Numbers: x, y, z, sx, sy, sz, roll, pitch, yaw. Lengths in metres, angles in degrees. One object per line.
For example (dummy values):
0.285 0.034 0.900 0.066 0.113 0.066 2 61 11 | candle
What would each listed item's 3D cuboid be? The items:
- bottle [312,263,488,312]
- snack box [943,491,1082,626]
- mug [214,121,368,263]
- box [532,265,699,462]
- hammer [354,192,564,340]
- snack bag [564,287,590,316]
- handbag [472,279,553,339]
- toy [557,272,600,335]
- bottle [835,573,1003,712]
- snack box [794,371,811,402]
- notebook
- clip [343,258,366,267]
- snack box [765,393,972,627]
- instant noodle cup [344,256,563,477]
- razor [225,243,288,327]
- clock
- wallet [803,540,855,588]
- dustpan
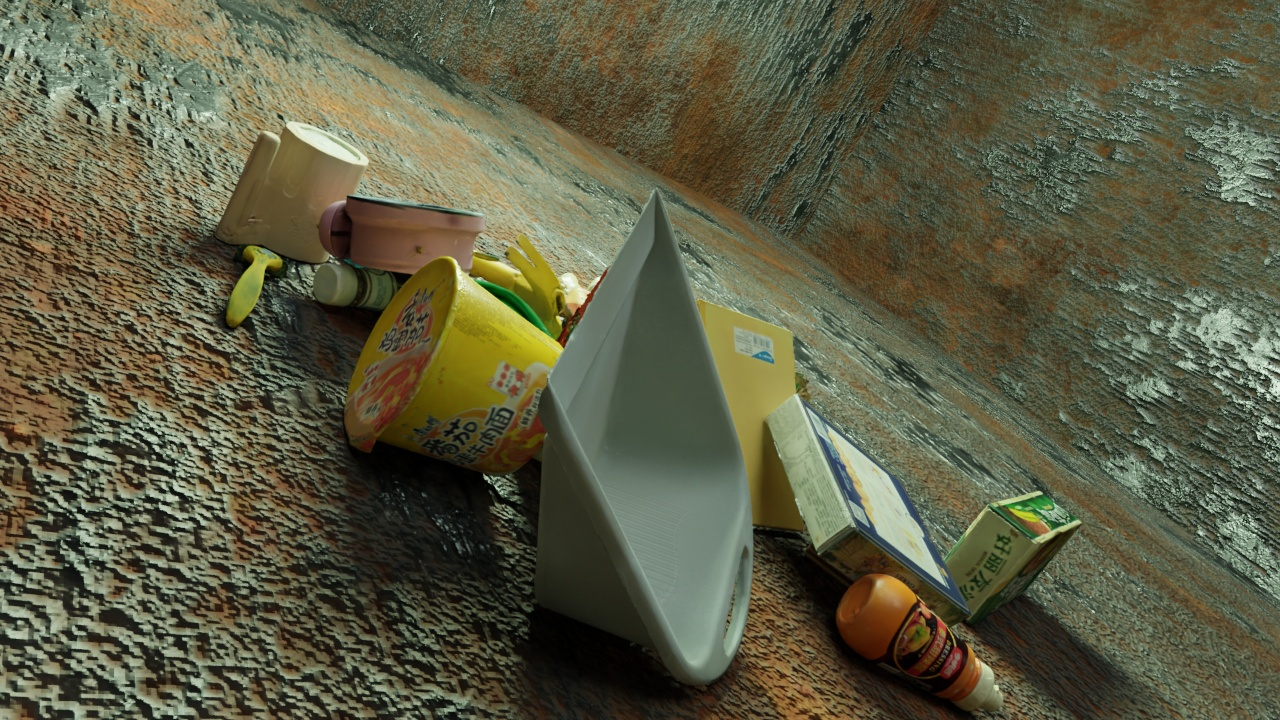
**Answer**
-0.212 -0.062 0.853 0.080 0.044 0.194 31 15 31 | bottle
0.403 0.210 1.008 0.063 0.115 0.239 42 19 30 | snack box
-0.316 -0.153 0.830 0.084 0.104 0.124 35 16 15 | mug
-0.026 0.009 0.725 0.091 0.169 0.080 26 37 -16 | box
-0.212 -0.120 0.965 0.301 0.129 0.032 26 59 14 | hammer
-0.005 0.005 0.914 0.128 0.073 0.207 24 26 -28 | snack bag
-0.135 -0.015 0.805 0.120 0.068 0.131 37 18 20 | handbag
-0.088 -0.067 1.071 0.105 0.066 0.157 -9 24 -12 | toy
0.230 0.235 0.738 0.149 0.067 0.066 37 16 -5 | bottle
0.100 0.045 0.994 0.117 0.118 0.106 15 10 -43 | snack box
0.105 0.055 0.876 0.145 0.010 0.206 15 68 -42 | notebook
-0.287 -0.106 0.903 0.057 0.014 0.047 34 18 13 | clip
0.205 0.140 0.843 0.182 0.046 0.177 38 22 -29 | snack box
-0.125 0.013 0.646 0.109 0.138 0.138 32 14 -32 | instant noodle cup
-0.305 -0.060 0.719 0.043 0.028 0.132 28 18 -23 | razor
-0.211 -0.111 0.804 0.159 0.060 0.117 16 12 35 | clock
0.214 0.196 0.889 0.101 0.020 0.115 34 19 14 | wallet
0.028 0.068 0.576 0.143 0.258 0.222 17 38 6 | dustpan
